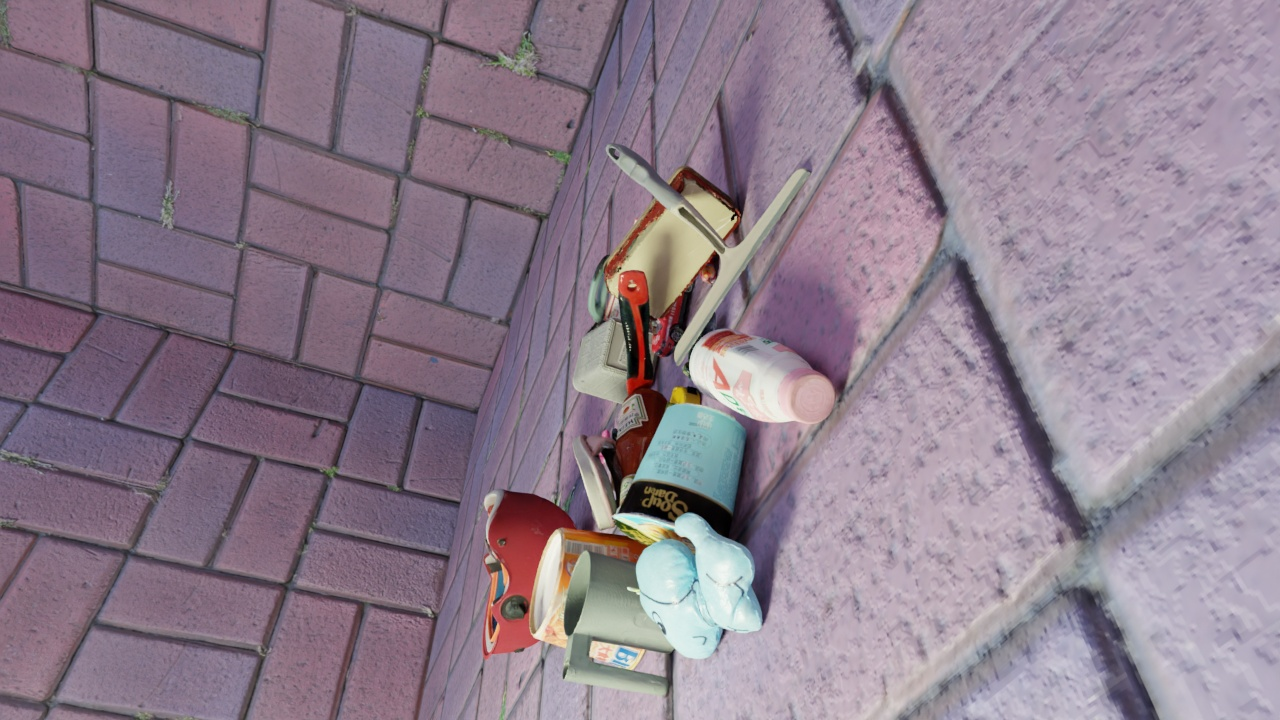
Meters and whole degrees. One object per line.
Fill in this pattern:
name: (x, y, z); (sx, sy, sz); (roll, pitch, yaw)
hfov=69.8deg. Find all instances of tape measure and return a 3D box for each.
tape measure: (0.044, 0.057, 1.027); (0.057, 0.029, 0.060); (177, 109, -75)

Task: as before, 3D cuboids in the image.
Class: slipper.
slipper: (-0.042, 0.143, 1.103); (0.274, 0.054, 0.114); (154, 100, -86)

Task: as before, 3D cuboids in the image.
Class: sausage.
sausage: (0.077, -0.134, 1.136); (0.155, 0.020, 0.020); (-97, 26, -58)

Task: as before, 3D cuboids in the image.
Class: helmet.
helmet: (-0.158, 0.307, 1.327); (0.207, 0.144, 0.240); (-159, 71, -77)

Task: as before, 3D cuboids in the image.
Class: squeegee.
squeegee: (0.042, -0.165, 1.004); (0.246, 0.039, 0.247); (48, 119, 29)

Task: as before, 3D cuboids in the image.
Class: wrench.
wrench: (-0.006, 0.006, 1.091); (0.016, 0.056, 0.274); (-93, 3, -50)

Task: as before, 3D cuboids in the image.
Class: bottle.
bottle: (0.102, 0.016, 0.772); (0.197, 0.068, 0.068); (-154, 80, -72)
bottle: (-0.001, 0.111, 1.031); (0.205, 0.060, 0.060); (-81, 13, -56)

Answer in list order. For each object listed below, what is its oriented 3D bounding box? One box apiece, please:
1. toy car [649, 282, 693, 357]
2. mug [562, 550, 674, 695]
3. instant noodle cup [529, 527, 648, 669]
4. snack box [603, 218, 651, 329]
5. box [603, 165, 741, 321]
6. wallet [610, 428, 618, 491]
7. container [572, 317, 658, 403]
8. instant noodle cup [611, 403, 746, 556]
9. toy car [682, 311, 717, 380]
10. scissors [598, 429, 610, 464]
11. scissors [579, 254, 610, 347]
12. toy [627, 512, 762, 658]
toy car: (0.035, -0.063, 1.174); (0.053, 0.045, 0.120); (135, 146, -67)
mug: (-0.017, 0.254, 0.884); (0.084, 0.103, 0.123); (126, 155, -55)
instant noodle cup: (-0.052, 0.255, 1.009); (0.151, 0.111, 0.151); (-165, 91, -76)
snack box: (0.003, -0.118, 1.314); (0.077, 0.027, 0.156); (26, 102, 38)
box: (0.034, -0.135, 1.080); (0.168, 0.091, 0.079); (-51, 21, 17)
wallet: (-0.017, 0.107, 1.231); (0.087, 0.024, 0.115); (-102, 29, -65)
container: (-0.030, -0.001, 1.271); (0.114, 0.090, 0.090); (147, 137, -66)
instant noodle cup: (0.045, 0.107, 0.830); (0.120, 0.111, 0.111); (-70, 11, -22)
toy car: (0.069, -0.018, 1.000); (0.043, 0.034, 0.090); (117, 163, -48)
scissors: (-0.048, 0.146, 1.333); (0.135, 0.017, 0.063); (-130, 57, -70)
scissors: (-0.042, -0.092, 1.369); (0.173, 0.019, 0.170); (-44, -30, -45)
toy: (0.042, 0.191, 0.763); (0.156, 0.049, 0.161); (10, 121, 49)
